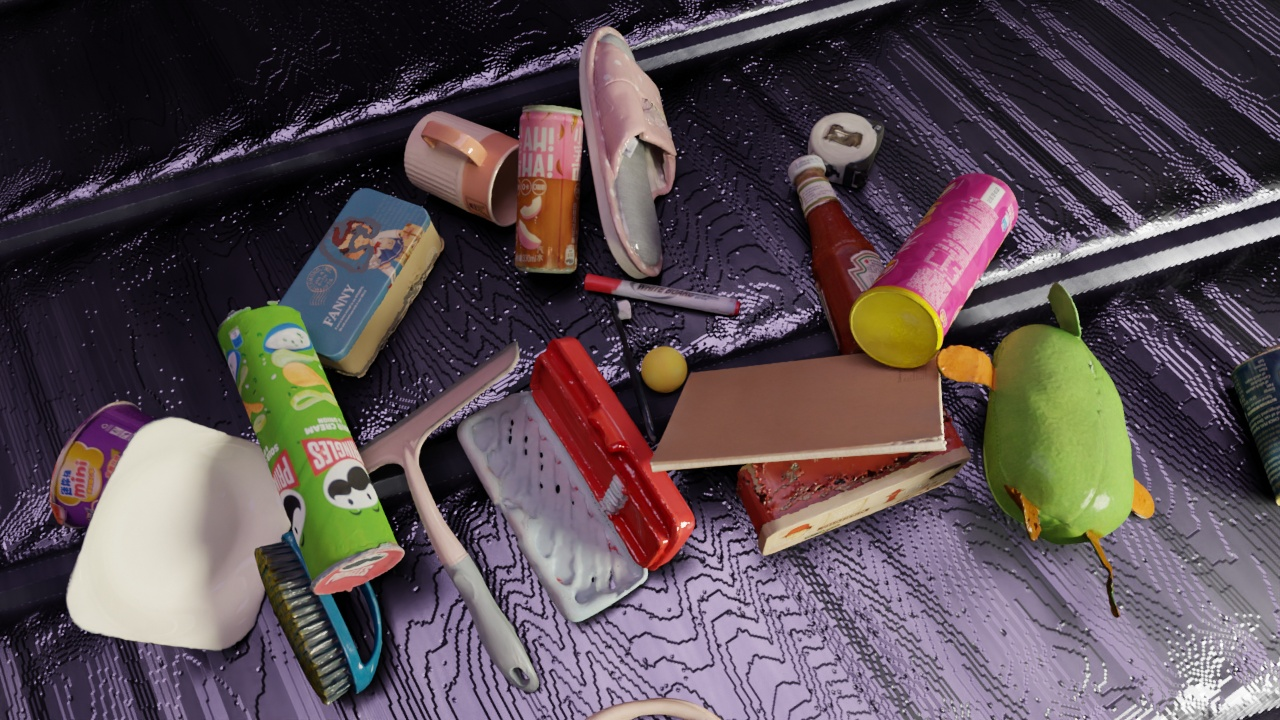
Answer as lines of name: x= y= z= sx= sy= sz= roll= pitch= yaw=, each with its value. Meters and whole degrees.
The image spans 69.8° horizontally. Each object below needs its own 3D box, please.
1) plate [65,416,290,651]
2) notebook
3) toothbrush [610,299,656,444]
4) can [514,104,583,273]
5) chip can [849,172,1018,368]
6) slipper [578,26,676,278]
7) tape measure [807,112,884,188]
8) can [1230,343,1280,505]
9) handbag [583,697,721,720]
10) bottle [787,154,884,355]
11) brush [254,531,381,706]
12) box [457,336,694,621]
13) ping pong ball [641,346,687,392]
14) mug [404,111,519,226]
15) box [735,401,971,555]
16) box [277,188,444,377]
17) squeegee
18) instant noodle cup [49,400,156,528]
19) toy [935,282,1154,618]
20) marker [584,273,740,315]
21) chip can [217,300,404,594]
plate: x=-0.351 y=0.134 z=0.711 sx=0.034 sy=0.163 sz=0.164 roll=6 pitch=71 yaw=33
notebook: x=0.124 y=0.034 z=0.712 sx=0.212 sy=0.012 sz=0.149 roll=-7 pitch=25 yaw=20
toothbrush: x=-0.005 y=0.005 z=0.781 sx=0.018 sy=0.016 sz=0.180 roll=-7 pitch=42 yaw=-7
can: x=-0.084 y=-0.154 z=0.838 sx=0.058 sy=0.058 sz=0.147 roll=4 pitch=98 yaw=8
chip can: x=0.246 y=-0.079 z=0.755 sx=0.071 sy=0.072 sz=0.209 roll=29 pitch=48 yaw=18
slipper: x=-0.005 y=-0.205 z=0.865 sx=0.055 sy=0.114 sz=0.274 roll=-17 pitch=64 yaw=25
tape measure: x=0.194 y=-0.204 z=0.882 sx=0.066 sy=0.034 sz=0.065 roll=18 pitch=66 yaw=14
can: x=0.512 y=0.049 z=0.704 sx=0.075 sy=0.075 sz=0.111 roll=-5 pitch=63 yaw=4
handbag: x=-0.011 y=0.341 z=0.627 sx=0.193 sy=0.093 sz=0.233 roll=29 pitch=63 yaw=18
bottle: x=0.177 y=-0.095 z=0.817 sx=0.060 sy=0.060 sz=0.205 roll=-15 pitch=64 yaw=-1
brush: x=-0.249 y=0.196 z=0.729 sx=0.073 sy=0.055 sz=0.144 roll=-22 pitch=64 yaw=-33
box: x=-0.059 y=0.093 z=0.737 sx=0.098 sy=0.119 sz=0.201 roll=-18 pitch=62 yaw=-34
ping pong ball: x=0.021 y=0.008 z=0.795 sx=0.040 sy=0.040 sz=0.040 roll=-2 pitch=64 yaw=5
mug: x=-0.166 y=-0.190 z=0.870 sx=0.106 sy=0.114 sz=0.081 roll=25 pitch=84 yaw=19
box: x=0.159 y=0.081 z=0.717 sx=0.168 sy=0.091 sz=0.076 roll=-21 pitch=67 yaw=-4
box: x=-0.264 y=-0.068 z=0.852 sx=0.090 sy=0.061 sz=0.184 roll=18 pitch=66 yaw=15
squeegee: x=-0.147 y=0.150 z=0.726 sx=0.248 sy=0.040 sz=0.249 roll=-34 pitch=75 yaw=11
instant noodle cup: x=-0.408 y=0.101 z=0.767 sx=0.099 sy=0.112 sz=0.111 roll=18 pitch=67 yaw=3
toy: x=0.311 y=0.061 z=0.691 sx=0.227 sy=0.090 sz=0.246 roll=36 pitch=46 yaw=-16
marker: x=0.020 y=-0.060 z=0.841 sx=0.145 sy=0.017 sz=0.017 roll=11 pitch=66 yaw=11
chip can: x=-0.267 y=0.065 z=0.732 sx=0.072 sy=0.072 sz=0.236 roll=-27 pitch=70 yaw=-7
